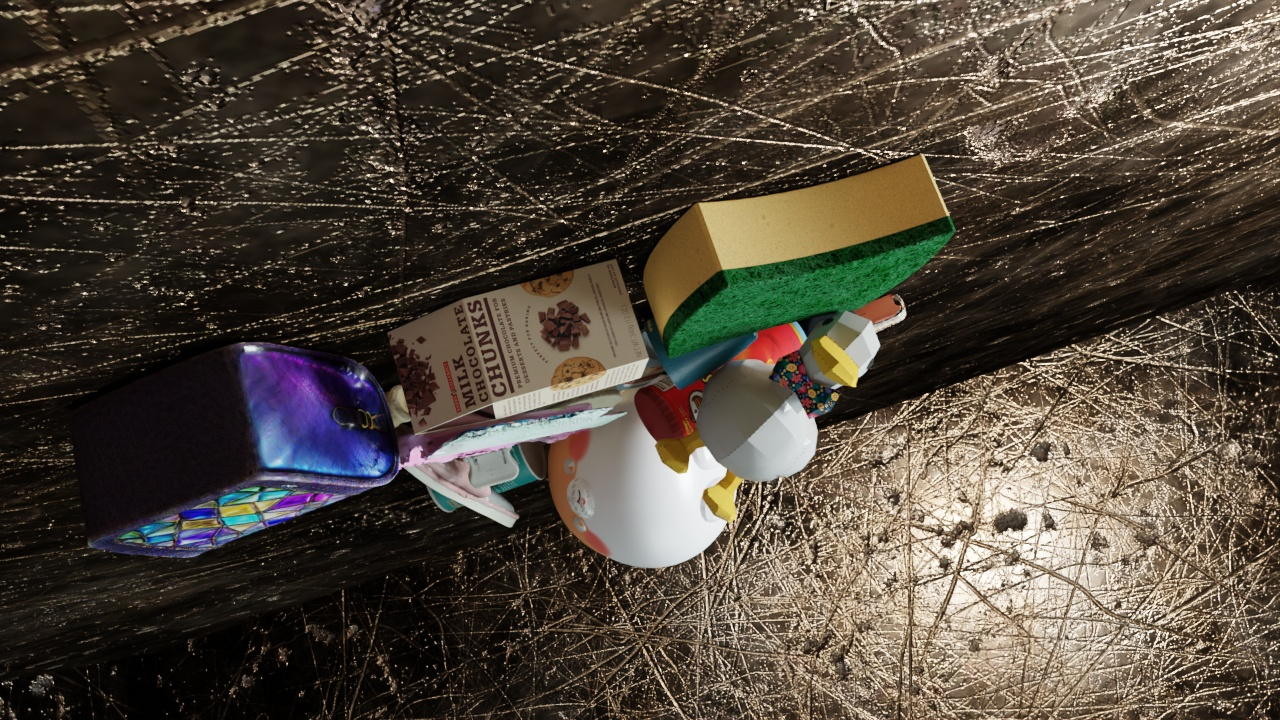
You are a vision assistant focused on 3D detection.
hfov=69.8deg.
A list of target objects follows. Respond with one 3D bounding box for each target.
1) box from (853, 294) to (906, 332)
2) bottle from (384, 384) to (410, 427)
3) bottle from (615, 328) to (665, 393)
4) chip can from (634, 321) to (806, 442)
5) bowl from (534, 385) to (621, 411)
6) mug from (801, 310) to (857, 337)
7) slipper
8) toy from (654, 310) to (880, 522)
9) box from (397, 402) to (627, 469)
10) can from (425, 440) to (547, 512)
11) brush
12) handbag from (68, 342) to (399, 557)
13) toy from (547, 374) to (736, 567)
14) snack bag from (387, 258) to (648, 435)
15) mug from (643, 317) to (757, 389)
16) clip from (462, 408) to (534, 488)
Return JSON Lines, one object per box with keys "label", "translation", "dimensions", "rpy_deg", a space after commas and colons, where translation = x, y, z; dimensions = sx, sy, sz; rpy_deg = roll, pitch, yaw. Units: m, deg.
{"label": "box", "translation": [0.296, -0.044, 1.337], "dimensions": [0.187, 0.053, 0.058], "rpy_deg": [-22, -152, 19]}
{"label": "bottle", "translation": [-0.288, 0.063, 0.980], "dimensions": [0.109, 0.044, 0.044], "rpy_deg": [-25, 166, 23]}
{"label": "bottle", "translation": [-0.007, 0.007, 1.124], "dimensions": [0.072, 0.046, 0.162], "rpy_deg": [-11, 166, -30]}
{"label": "chip can", "translation": [0.102, 0.022, 1.128], "dimensions": [0.213, 0.087, 0.087], "rpy_deg": [-32, 172, -20]}
{"label": "bowl", "translation": [-0.086, 0.034, 1.092], "dimensions": [0.115, 0.062, 0.115], "rpy_deg": [-18, 167, -4]}
{"label": "mug", "translation": [0.245, -0.026, 1.258], "dimensions": [0.122, 0.085, 0.094], "rpy_deg": [-14, 167, 7]}
{"label": "slipper", "translation": [-0.235, 0.134, 1.136], "dimensions": [0.054, 0.114, 0.274], "rpy_deg": [-54, 141, -8]}
{"label": "toy", "translation": [0.148, 0.046, 0.996], "dimensions": [0.268, 0.141, 0.246], "rpy_deg": [-45, 178, 16]}
{"label": "box", "translation": [-0.123, 0.069, 0.905], "dimensions": [0.229, 0.035, 0.159], "rpy_deg": [-8, 173, -45]}
{"label": "can", "translation": [-0.217, 0.142, 1.281], "dimensions": [0.144, 0.099, 0.099], "rpy_deg": [-20, 167, 9]}
{"label": "brush", "translation": [0.135, -0.090, 0.845], "dimensions": [0.250, 0.075, 0.195], "rpy_deg": [-15, 167, -16]}
{"label": "handbag", "translation": [-0.339, 0.082, 0.797], "dimensions": [0.205, 0.125, 0.222], "rpy_deg": [-21, 165, 11]}
{"label": "toy", "translation": [-0.007, 0.152, 1.272], "dimensions": [0.281, 0.263, 0.265], "rpy_deg": [-3, -170, 34]}
{"label": "snack bag", "translation": [-0.108, -0.008, 0.806], "dimensions": [0.206, 0.094, 0.070], "rpy_deg": [-16, 167, -10]}
{"label": "mug", "translation": [0.073, -0.025, 1.011], "dimensions": [0.104, 0.084, 0.112], "rpy_deg": [-29, 159, 9]}
{"label": "clip", "translation": [-0.179, 0.077, 1.034], "dimensions": [0.125, 0.081, 0.148], "rpy_deg": [-13, 124, -10]}
